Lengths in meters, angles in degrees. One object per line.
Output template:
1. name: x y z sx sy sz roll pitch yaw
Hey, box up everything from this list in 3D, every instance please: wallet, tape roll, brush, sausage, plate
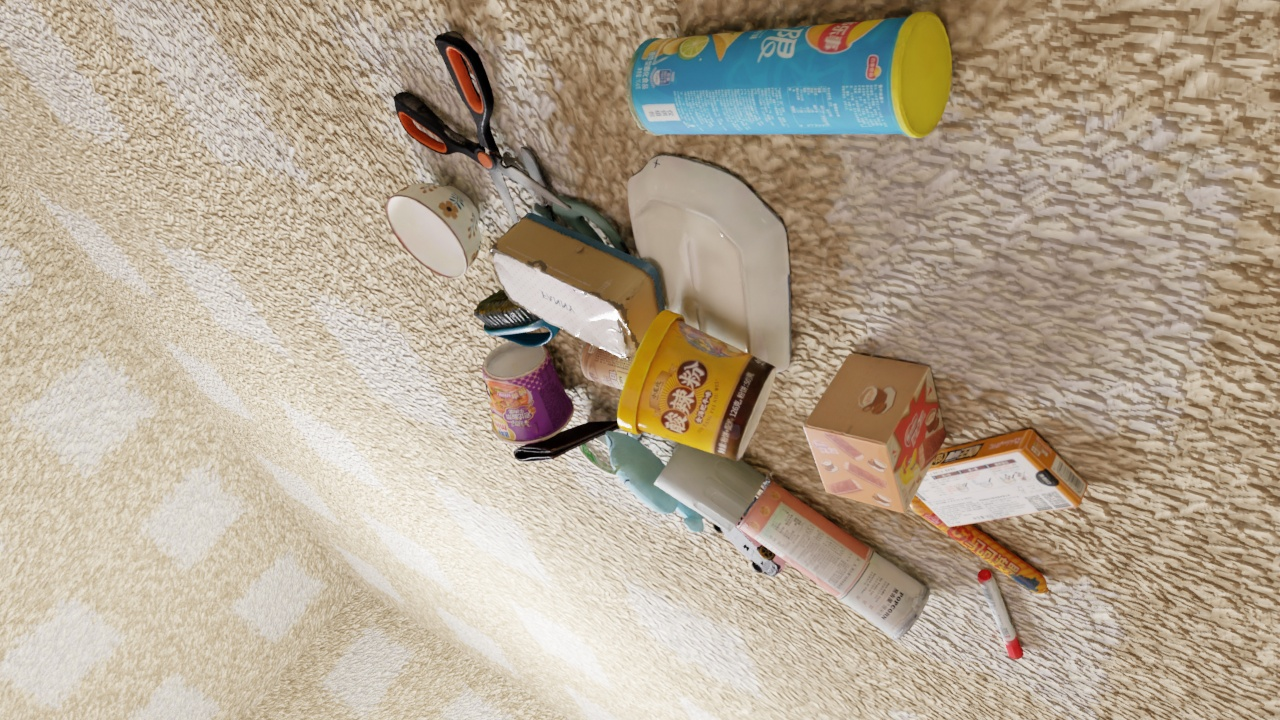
1. wallet: -0.089 0.100 1.170 0.097 0.122 0.020 -7 101 53
2. tape roll: -0.053 0.127 1.267 0.086 0.013 0.086 29 150 18
3. brush: -0.136 -0.049 1.070 0.144 0.055 0.073 -3 129 50
4. sausage: 0.329 0.177 0.895 0.165 0.021 0.021 34 151 8
5. plate: 0.059 -0.068 0.843 0.162 0.034 0.266 23 148 26

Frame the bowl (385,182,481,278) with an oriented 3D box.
1. bowl: -0.218 -0.153 1.011 0.113 0.062 0.114 27 150 17

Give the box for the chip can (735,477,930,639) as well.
1. chip can: 0.215 0.222 1.037 0.215 0.071 0.071 34 151 8

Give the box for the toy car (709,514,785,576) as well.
1. toy car: 0.136 0.223 1.169 0.122 0.037 0.056 43 151 20

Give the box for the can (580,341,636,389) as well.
1. can: -0.006 0.006 0.996 0.116 0.058 0.058 15 143 36

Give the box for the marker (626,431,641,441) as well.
1. marker: -0.007 0.080 1.141 0.022 0.018 0.131 1 149 -5

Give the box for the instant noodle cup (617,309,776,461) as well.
1. instant noodle cup: 0.054 0.028 0.837 0.114 0.118 0.119 22 148 13

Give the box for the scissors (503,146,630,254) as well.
1. scissors: -0.069 -0.137 0.908 0.172 0.019 0.177 18 142 36

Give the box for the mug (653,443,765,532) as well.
1. mug: 0.082 0.139 1.079 0.103 0.083 0.124 34 178 7

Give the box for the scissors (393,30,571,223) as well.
1. scissors: -0.156 -0.216 0.885 0.234 0.021 0.221 31 149 21

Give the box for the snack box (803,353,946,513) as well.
1. snack box: 0.206 0.062 0.799 0.077 0.092 0.094 12 141 39

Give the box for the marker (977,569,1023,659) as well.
1. marker: 0.382 0.270 0.972 0.017 0.017 0.145 6 137 44

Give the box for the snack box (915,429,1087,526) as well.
1. snack box: 0.308 0.108 0.817 0.075 0.026 0.154 43 151 -9

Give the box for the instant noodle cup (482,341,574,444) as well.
1. instant noodle cup: -0.148 0.035 1.158 0.112 0.111 0.099 17 137 34

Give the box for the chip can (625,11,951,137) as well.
1. chip can: 0.091 -0.184 0.607 0.210 0.071 0.071 12 142 40

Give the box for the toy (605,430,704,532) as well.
1. toy: 0.017 0.150 1.135 0.161 0.050 0.156 51 -167 21

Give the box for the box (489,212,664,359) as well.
1. box: -0.056 -0.070 0.881 0.184 0.062 0.090 26 150 25
